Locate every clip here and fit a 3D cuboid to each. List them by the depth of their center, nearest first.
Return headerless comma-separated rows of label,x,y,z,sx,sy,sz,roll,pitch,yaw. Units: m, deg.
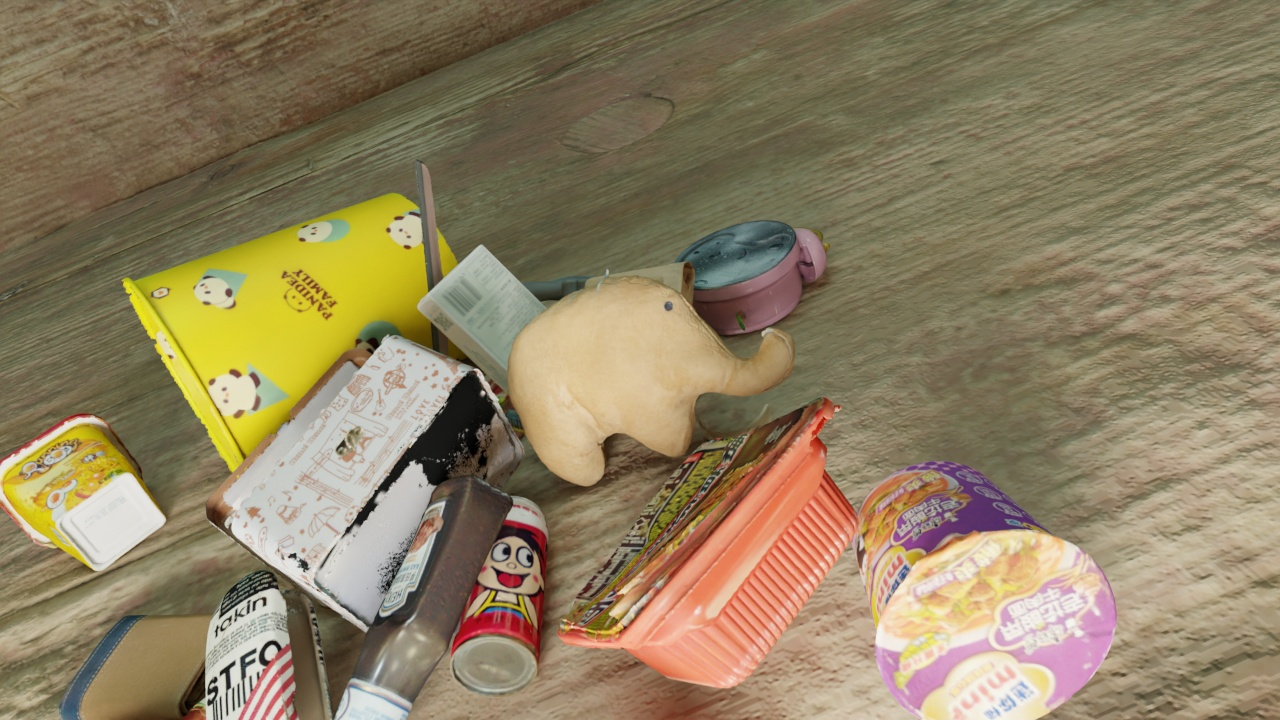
clip,0.067,0.067,0.657,0.061,0.034,0.096,-13,23,18

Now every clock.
clock,0.104,-0.085,0.845,0.158,0.060,0.117,-42,34,-28

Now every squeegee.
squeegee,-0.120,-0.063,0.891,0.040,0.248,0.249,2,9,38

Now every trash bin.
trash bin,-0.312,-0.028,0.885,0.254,0.230,0.230,-32,31,-27

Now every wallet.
wallet,-0.361,0.227,0.683,0.115,0.033,0.090,-10,35,19

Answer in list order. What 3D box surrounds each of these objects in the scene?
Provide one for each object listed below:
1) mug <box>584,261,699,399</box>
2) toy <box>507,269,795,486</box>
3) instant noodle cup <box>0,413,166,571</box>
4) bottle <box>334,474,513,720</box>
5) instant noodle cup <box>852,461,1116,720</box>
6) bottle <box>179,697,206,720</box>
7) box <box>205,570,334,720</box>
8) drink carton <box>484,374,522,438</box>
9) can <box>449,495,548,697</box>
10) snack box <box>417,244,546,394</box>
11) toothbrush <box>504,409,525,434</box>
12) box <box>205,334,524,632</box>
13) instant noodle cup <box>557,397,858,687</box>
mug,-0.009,-0.018,0.767,0.104,0.084,0.124,-5,71,31
toy,-0.004,0.004,0.664,0.227,0.143,0.082,-22,6,32
instant noodle cup,-0.534,0.131,0.884,0.124,0.116,0.116,21,50,36
bottle,-0.139,0.164,0.549,0.080,0.044,0.194,-28,34,53
instant noodle cup,0.160,0.108,0.460,0.111,0.111,0.099,-19,21,6
bottle,-0.304,0.262,0.564,0.060,0.060,0.205,3,32,36
box,-0.229,0.215,0.575,0.075,0.081,0.163,-36,50,5
drink carton,-0.122,0.037,0.813,0.054,0.045,0.122,-1,36,34
can,-0.090,0.150,0.603,0.053,0.053,0.132,-18,30,8
snack box,-0.109,-0.020,0.794,0.027,0.157,0.084,-34,15,44
toothbrush,-0.170,0.032,0.767,0.191,0.018,0.016,14,42,20
box,-0.217,0.072,0.675,0.192,0.156,0.182,23,62,24
instant noodle cup,0.042,0.107,0.501,0.164,0.079,0.189,-46,0,-22
